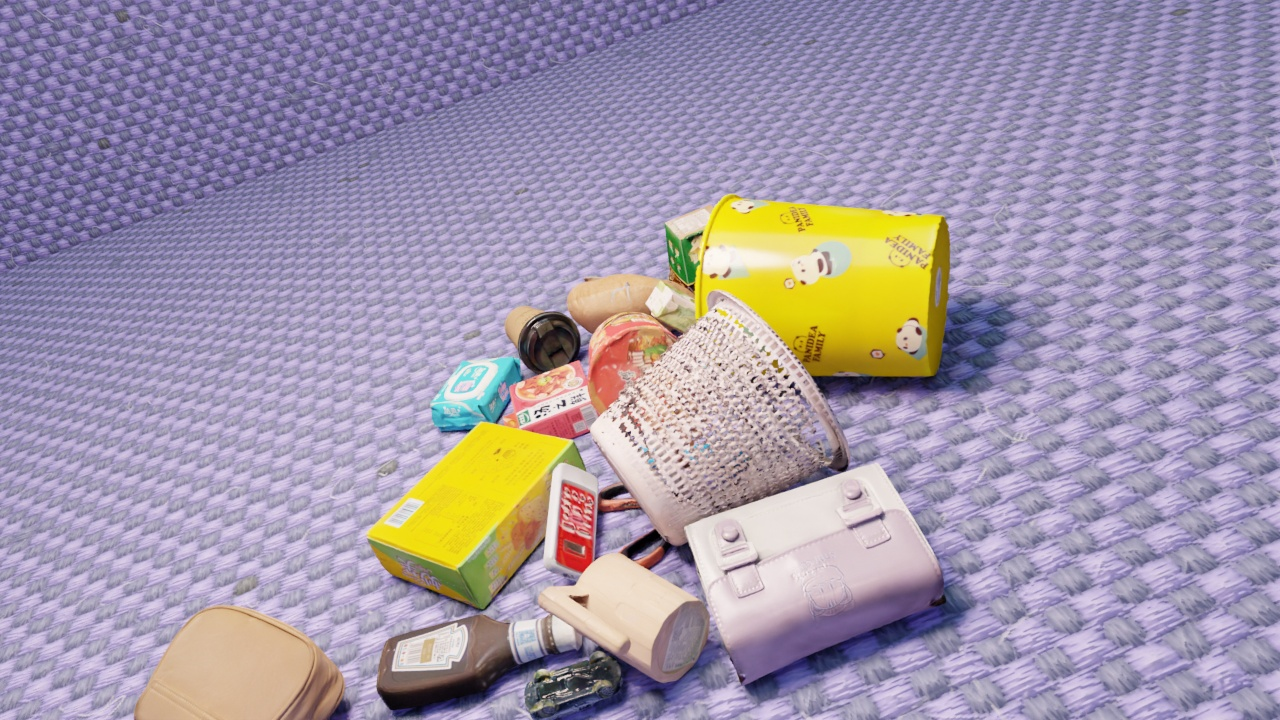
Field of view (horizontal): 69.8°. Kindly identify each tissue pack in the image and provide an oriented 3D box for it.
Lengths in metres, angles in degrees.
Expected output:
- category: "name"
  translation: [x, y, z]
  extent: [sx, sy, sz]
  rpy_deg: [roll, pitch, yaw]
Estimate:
- category: "tissue pack"
  translation: [-0.229, 0.043, 1.286]
  extent: [0.093, 0.050, 0.133]
  rpy_deg: [-5, 34, 23]

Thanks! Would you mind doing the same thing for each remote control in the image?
- category: "remote control"
  translation: [-0.072, 0.171, 0.983]
  extent: [0.020, 0.056, 0.135]
  rpy_deg: [-46, 28, 37]

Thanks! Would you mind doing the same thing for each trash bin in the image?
- category: "trash bin"
  translation: [0.066, 0.073, 0.927]
  extent: [0.192, 0.227, 0.227]
  rpy_deg: [-36, 34, -7]
- category: "trash bin"
  translation: [0.223, -0.082, 1.088]
  extent: [0.256, 0.230, 0.228]
  rpy_deg: [5, 38, 25]

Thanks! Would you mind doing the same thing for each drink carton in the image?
- category: "drink carton"
  translation: [0.068, -0.055, 1.216]
  extent: [0.045, 0.122, 0.053]
  rpy_deg: [-57, 30, 13]

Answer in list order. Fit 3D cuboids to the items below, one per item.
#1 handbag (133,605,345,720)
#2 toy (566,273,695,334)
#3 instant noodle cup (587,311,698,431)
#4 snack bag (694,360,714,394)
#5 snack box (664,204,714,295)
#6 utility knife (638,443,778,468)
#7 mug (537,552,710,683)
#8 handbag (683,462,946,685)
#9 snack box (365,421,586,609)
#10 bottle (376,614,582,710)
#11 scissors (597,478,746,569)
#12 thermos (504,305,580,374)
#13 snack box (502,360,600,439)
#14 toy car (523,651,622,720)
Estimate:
- category: "handbag"
  translation: [-0.388, 0.327, 0.894]
  extent: [0.205, 0.100, 0.147]
  rpy_deg: [8, 48, 37]
- category: "toy"
  translation: [0.007, -0.078, 1.276]
  extent: [0.226, 0.143, 0.082]
  rpy_deg: [-3, 79, 25]
- category: "instant noodle cup"
  translation: [-0.007, 0.007, 1.156]
  extent: [0.138, 0.138, 0.108]
  rpy_deg: [-21, 23, -3]
- category: "snack bag"
  translation: [0.085, 0.014, 1.182]
  extent: [0.045, 0.026, 0.105]
  rpy_deg: [-8, 31, 48]
- category: "snack box"
  translation: [0.095, -0.167, 1.385]
  extent: [0.118, 0.106, 0.117]
  rpy_deg: [-22, 31, -6]
- category: "utility knife"
  translation: [0.076, 0.110, 1.051]
  extent: [0.187, 0.018, 0.034]
  rpy_deg: [-2, 47, 25]
- category: "mug"
  translation: [-0.013, 0.231, 0.823]
  extent: [0.104, 0.084, 0.124]
  rpy_deg: [18, 3, 42]
- category: "handbag"
  translation: [0.152, 0.186, 0.825]
  extent: [0.197, 0.098, 0.144]
  rpy_deg: [-19, 39, -2]
- category: "snack box"
  translation: [-0.181, 0.168, 1.048]
  extent: [0.158, 0.070, 0.209]
  rpy_deg: [8, 40, 36]
- category: "bottle"
  translation: [-0.154, 0.281, 0.886]
  extent: [0.195, 0.044, 0.079]
  rpy_deg: [-15, 32, 5]
- category: "scissors"
  translation: [0.038, 0.164, 0.992]
  extent: [0.226, 0.015, 0.189]
  rpy_deg: [-31, 33, -20]
- category: "thermos"
  translation: [-0.149, -0.037, 1.336]
  extent: [0.093, 0.093, 0.143]
  rpy_deg: [-29, 26, -15]
- category: "snack box"
  translation: [-0.123, 0.063, 1.203]
  extent: [0.127, 0.044, 0.113]
  rpy_deg: [-22, 32, -4]
- category: "toy car"
  translation: [-0.059, 0.295, 0.822]
  extent: [0.090, 0.034, 0.043]
  rpy_deg: [-19, 29, -3]
